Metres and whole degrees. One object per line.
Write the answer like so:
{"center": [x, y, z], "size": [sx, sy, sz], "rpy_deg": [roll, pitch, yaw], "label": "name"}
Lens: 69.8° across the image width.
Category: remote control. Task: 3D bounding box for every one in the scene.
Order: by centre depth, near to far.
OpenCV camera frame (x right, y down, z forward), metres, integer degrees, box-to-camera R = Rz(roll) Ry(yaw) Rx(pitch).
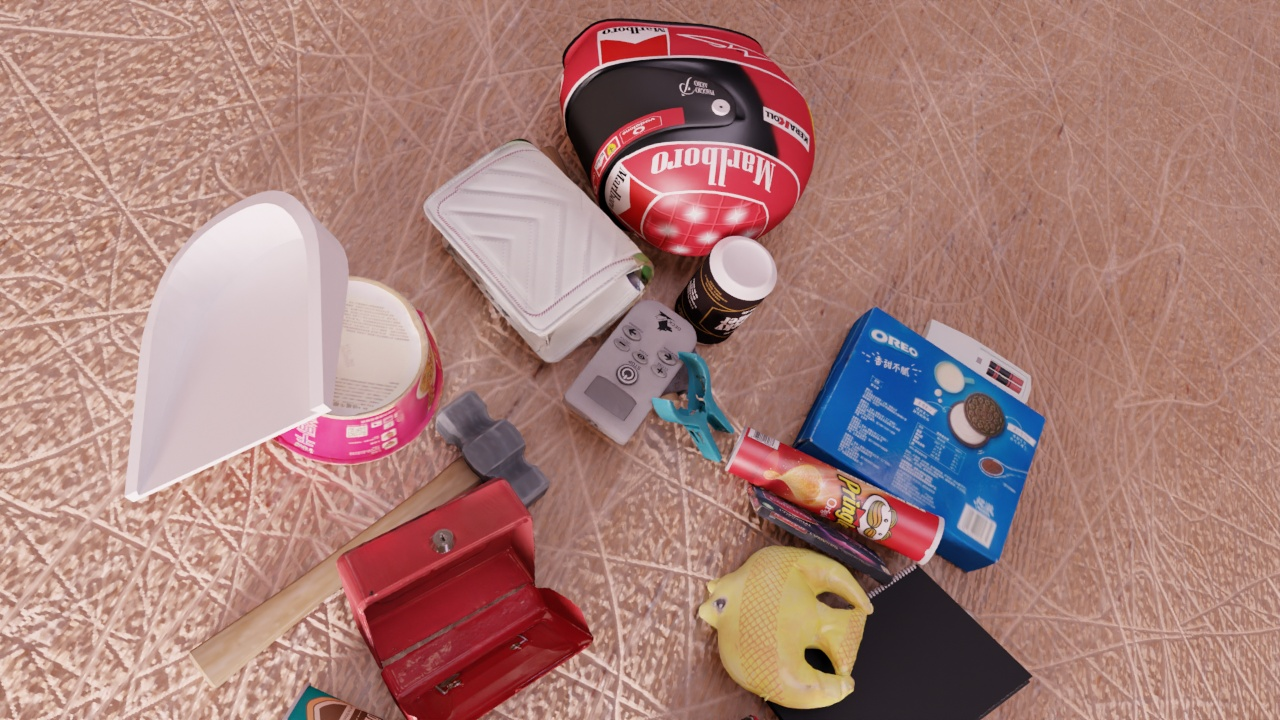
{"center": [-0.005, 0.005, 0.889], "size": [0.074, 0.019, 0.150], "rpy_deg": [35, 60, 3], "label": "remote control"}
{"center": [0.396, 0.005, 1.077], "size": [0.143, 0.024, 0.049], "rpy_deg": [32, 62, -3], "label": "remote control"}

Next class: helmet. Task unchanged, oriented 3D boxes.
{"center": [0.049, -0.222, 0.967], "size": [0.270, 0.198, 0.224], "rpy_deg": [4, 62, -12], "label": "helmet"}

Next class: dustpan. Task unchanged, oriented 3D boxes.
{"center": [-0.339, -0.034, 0.762], "size": [0.192, 0.053, 0.257], "rpy_deg": [-24, 45, 14], "label": "dustpan"}

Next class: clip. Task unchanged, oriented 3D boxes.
{"center": [0.062, 0.031, 0.909], "size": [0.130, 0.031, 0.121], "rpy_deg": [28, 72, -50], "label": "clip"}

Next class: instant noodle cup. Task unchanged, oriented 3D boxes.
{"center": [-0.266, -0.001, 0.836], "size": [0.178, 0.078, 0.178], "rpy_deg": [7, 66, -15], "label": "instant noodle cup"}

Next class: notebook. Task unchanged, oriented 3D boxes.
{"center": [0.226, 0.291, 0.842], "size": [0.206, 0.016, 0.149], "rpy_deg": [-27, 47, -18], "label": "notebook"}

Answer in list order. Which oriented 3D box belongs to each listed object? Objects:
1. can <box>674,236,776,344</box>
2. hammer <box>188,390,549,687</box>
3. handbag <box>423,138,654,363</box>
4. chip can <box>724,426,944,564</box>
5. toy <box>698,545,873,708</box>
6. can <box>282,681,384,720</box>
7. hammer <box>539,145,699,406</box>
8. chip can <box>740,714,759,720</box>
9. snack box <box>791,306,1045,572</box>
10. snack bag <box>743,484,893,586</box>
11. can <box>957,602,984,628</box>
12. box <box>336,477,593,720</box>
{"center": [0.085, -0.070, 0.950], "size": [0.072, 0.129, 0.071], "rpy_deg": [7, 66, -15], "label": "can"}
{"center": [-0.233, 0.159, 0.797], "size": [0.322, 0.051, 0.117], "rpy_deg": [-37, 81, -25], "label": "hammer"}
{"center": [-0.100, -0.111, 0.906], "size": [0.141, 0.096, 0.198], "rpy_deg": [-37, 69, -12], "label": "handbag"}
{"center": [0.192, 0.134, 0.920], "size": [0.215, 0.052, 0.051], "rpy_deg": [25, 62, 6], "label": "chip can"}
{"center": [0.132, 0.242, 0.853], "size": [0.155, 0.065, 0.170], "rpy_deg": [15, 43, 15], "label": "toy"}
{"center": [-0.214, 0.323, 0.700], "size": [0.144, 0.099, 0.099], "rpy_deg": [27, 62, -5], "label": "can"}
{"center": [-0.040, -0.092, 0.971], "size": [0.098, 0.052, 0.328], "rpy_deg": [-19, 71, -24], "label": "hammer"}
{"center": [0.165, 0.410, 0.800], "size": [0.233, 0.073, 0.073], "rpy_deg": [40, 62, 3], "label": "chip can"}
{"center": [0.304, 0.082, 0.997], "size": [0.239, 0.056, 0.195], "rpy_deg": [33, 61, -1], "label": "snack box"}
{"center": [0.176, 0.173, 0.911], "size": [0.155, 0.074, 0.018], "rpy_deg": [29, 98, -5], "label": "snack bag"}
{"center": [0.263, 0.307, 0.879], "size": [0.067, 0.067, 0.169], "rpy_deg": [47, 62, 5], "label": "can"}
{"center": [-0.155, 0.192, 0.756], "size": [0.157, 0.147, 0.156], "rpy_deg": [-28, 96, -26], "label": "box"}
